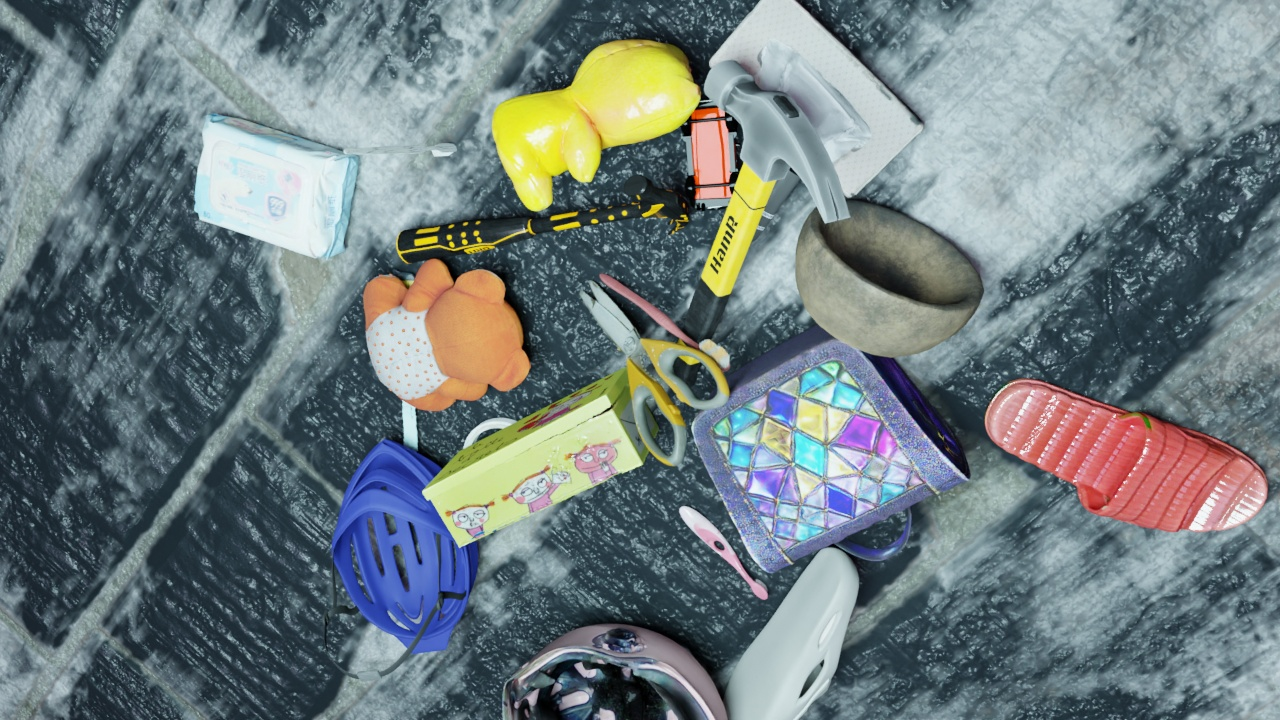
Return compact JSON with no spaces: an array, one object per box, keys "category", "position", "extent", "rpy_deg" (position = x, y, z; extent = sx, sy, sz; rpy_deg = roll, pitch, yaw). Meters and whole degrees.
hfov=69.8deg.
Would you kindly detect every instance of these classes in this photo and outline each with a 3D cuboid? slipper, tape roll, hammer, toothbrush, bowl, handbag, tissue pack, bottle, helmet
[{"category":"slipper","position":[0.440,0.095,0.837],"extent":[0.249,0.059,0.104],"rpy_deg":[21,111,9]},{"category":"tape roll","position":[-0.153,0.109,1.027],"extent":[0.093,0.013,0.093],"rpy_deg":[4,108,13]},{"category":"hammer","position":[0.079,-0.087,0.822],"extent":[0.170,0.034,0.325],"rpy_deg":[54,145,29]},{"category":"toothbrush","position":[-0.223,-0.195,0.858],"extent":[0.010,0.181,0.010],"rpy_deg":[-26,93,24]},{"category":"bowl","position":[0.207,-0.067,0.799],"extent":[0.162,0.161,0.070],"rpy_deg":[27,127,6]},{"category":"handbag","position":[0.181,0.090,0.870],"extent":[0.205,0.125,0.222],"rpy_deg":[-31,94,21]},{"category":"toothbrush","position":[0.091,0.206,0.991],"extent":[0.135,0.016,0.022],"rpy_deg":[47,112,0]},{"category":"tissue pack","position":[-0.389,-0.184,0.967],"extent":[0.182,0.069,0.112],"rpy_deg":[18,112,10]},{"category":"tissue pack","position":[0.151,-0.231,0.810],"extent":[0.181,0.071,0.104],"rpy_deg":[43,112,-5]},{"category":"toothbrush","position":[0.019,-0.043,0.886],"extent":[0.184,0.015,0.016],"rpy_deg":[38,148,34]},{"category":"bottle","position":[0.107,-0.136,0.869],"extent":[0.030,0.030,0.113],"rpy_deg":[36,113,2]},{"category":"helmet","position":[-0.014,0.392,1.000],"extent":[0.256,0.152,0.230],"rpy_deg":[-13,96,24]},{"category":"slipper","position":[0.174,0.313,0.961],"extent":[0.080,0.112,0.266],"rpy_deg":[19,113,-13]},{"category":"hammer","position":[-0.105,-0.131,0.903],"extent":[0.321,0.123,0.036],"rpy_deg":[-5,79,26]},{"category":"helmet","position":[-0.264,0.221,0.978],"extent":[0.148,0.227,0.242],"rpy_deg":[-10,106,8]}]

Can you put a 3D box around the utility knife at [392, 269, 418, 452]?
[{"category":"utility knife","position":[-0.261,0.007,1.020],"extent":[0.030,0.019,0.219],"rpy_deg":[7,104,16]}]

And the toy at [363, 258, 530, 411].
[{"category":"toy","position":[-0.198,-0.025,0.957],"extent":[0.173,0.092,0.164],"rpy_deg":[-11,107,23]}]

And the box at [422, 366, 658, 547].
[{"category":"box","position":[-0.100,0.098,0.940],"extent":[0.221,0.124,0.082],"rpy_deg":[-25,99,16]}]

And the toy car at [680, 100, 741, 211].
[{"category":"toy car","position":[0.067,-0.190,0.852],"extent":[0.051,0.048,0.100],"rpy_deg":[-1,107,16]}]

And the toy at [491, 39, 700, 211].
[{"category":"toy","position":[-0.045,-0.225,0.822],"extent":[0.194,0.134,0.087],"rpy_deg":[-25,125,13]}]

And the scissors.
[{"category":"scissors","position":[-0.006,0.004,0.888],"extent":[0.228,0.016,0.134],"rpy_deg":[41,112,38]}]
